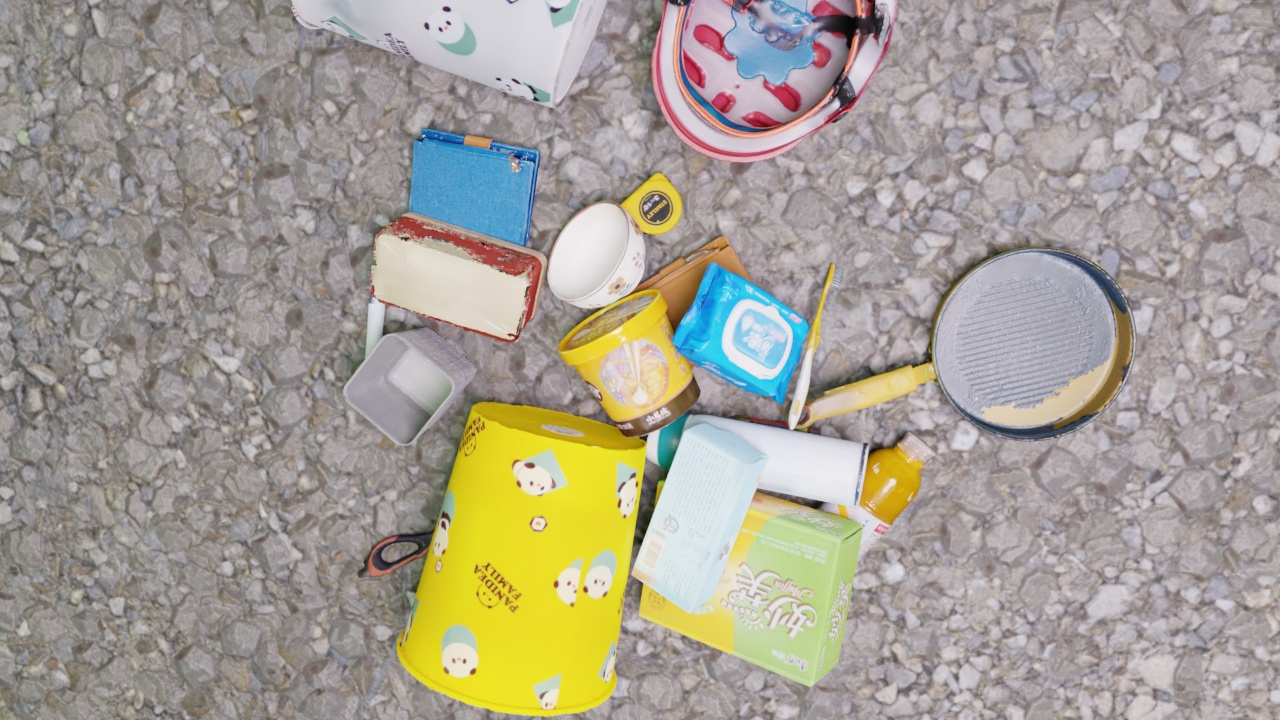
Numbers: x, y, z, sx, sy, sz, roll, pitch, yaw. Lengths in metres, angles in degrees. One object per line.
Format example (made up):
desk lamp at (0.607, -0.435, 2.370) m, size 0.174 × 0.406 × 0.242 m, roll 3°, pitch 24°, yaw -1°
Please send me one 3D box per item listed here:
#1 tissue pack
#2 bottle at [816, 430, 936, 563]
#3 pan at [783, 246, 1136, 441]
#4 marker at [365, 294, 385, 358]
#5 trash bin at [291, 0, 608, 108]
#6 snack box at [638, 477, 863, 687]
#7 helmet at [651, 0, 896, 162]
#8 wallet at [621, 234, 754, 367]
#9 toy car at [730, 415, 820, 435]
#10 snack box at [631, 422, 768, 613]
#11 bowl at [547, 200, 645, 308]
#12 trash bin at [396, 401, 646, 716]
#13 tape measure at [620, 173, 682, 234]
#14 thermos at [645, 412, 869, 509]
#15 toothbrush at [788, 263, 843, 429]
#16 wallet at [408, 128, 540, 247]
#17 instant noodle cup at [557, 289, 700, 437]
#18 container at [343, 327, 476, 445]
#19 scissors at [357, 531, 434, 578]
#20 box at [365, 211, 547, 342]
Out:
tissue pack at (0.106, -0.023, 0.905) m, size 0.157 × 0.052 × 0.095 m, roll 29°, pitch 82°, yaw -33°
bottle at (0.234, 0.155, 0.968) m, size 0.068 × 0.068 × 0.190 m, roll 39°, pitch 100°, yaw -1°
pan at (0.318, 0.006, 0.931) m, size 0.358 × 0.078 × 0.198 m, roll -15°, pitch 96°, yaw 8°
marker at (-0.300, -0.009, 1.023) m, size 0.023 × 0.018 × 0.131 m, roll 9°, pitch 100°, yaw 14°
trash bin at (-0.160, -0.372, 0.859) m, size 0.252 × 0.229 × 0.230 m, roll 23°, pitch 100°, yaw -4°
snack box at (0.109, 0.218, 0.949) m, size 0.210 × 0.069 × 0.158 m, roll 14°, pitch 101°, yaw 31°
helmet at (0.124, -0.312, 0.873) m, size 0.207 × 0.143 × 0.241 m, roll 35°, pitch 114°, yaw 0°
wallet at (0.059, -0.056, 0.972) m, size 0.132 × 0.031 × 0.108 m, roll -31°, pitch 96°, yaw 12°
toy car at (0.143, 0.088, 0.984) m, size 0.106 × 0.031 × 0.049 m, roll 7°, pitch 101°, yaw 16°
snack box at (0.057, 0.154, 0.902) m, size 0.074 × 0.051 × 0.175 m, roll 28°, pitch 110°, yaw 26°
bowl at (-0.036, -0.102, 0.949) m, size 0.062 × 0.113 × 0.113 m, roll 27°, pitch 104°, yaw -42°
trash bin at (-0.109, 0.188, 0.939) m, size 0.229 × 0.229 × 0.255 m, roll 13°, pitch 94°, yaw 4°
tape measure at (0.015, -0.161, 0.961) m, size 0.060 × 0.029 × 0.057 m, roll -41°, pitch 92°, yaw 10°
thermos at (0.116, 0.099, 0.943) m, size 0.224 × 0.073 × 0.073 m, roll 9°, pitch 100°, yaw 17°
toothbrush at (0.178, -0.016, 0.928) m, size 0.018 × 0.016 × 0.191 m, roll 17°, pitch 68°, yaw 4°
wallet at (-0.177, -0.184, 0.974) m, size 0.133 × 0.040 × 0.106 m, roll 12°, pitch 108°, yaw 5°
instant noodle cup at (-0.005, 0.005, 0.927) m, size 0.118 × 0.118 × 0.114 m, roll -28°, pitch 106°, yaw 9°
container at (-0.238, 0.021, 0.972) m, size 0.090 × 0.114 × 0.090 m, roll 40°, pitch 100°, yaw -2°
scissors at (-0.226, 0.218, 1.052) m, size 0.227 × 0.015 × 0.189 m, roll -17°, pitch 97°, yaw 8°
box at (-0.192, -0.086, 0.957) m, size 0.168 × 0.080 × 0.091 m, roll 17°, pitch 120°, yaw 2°
